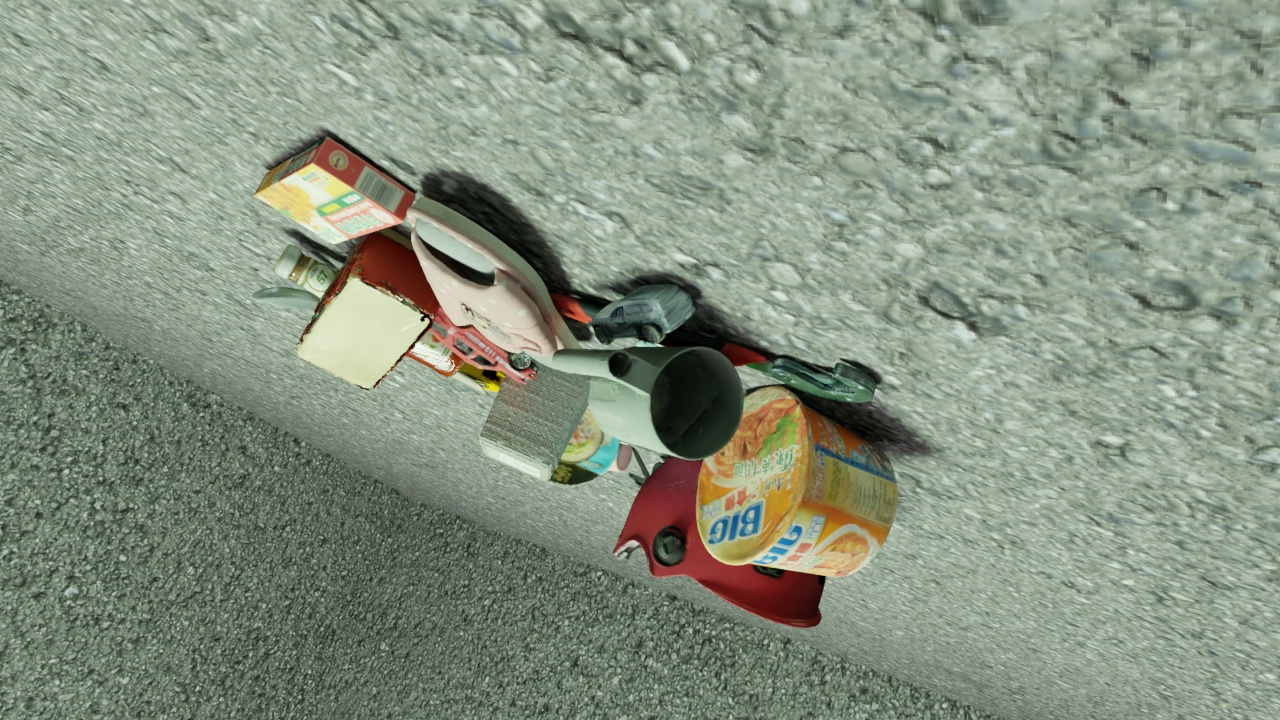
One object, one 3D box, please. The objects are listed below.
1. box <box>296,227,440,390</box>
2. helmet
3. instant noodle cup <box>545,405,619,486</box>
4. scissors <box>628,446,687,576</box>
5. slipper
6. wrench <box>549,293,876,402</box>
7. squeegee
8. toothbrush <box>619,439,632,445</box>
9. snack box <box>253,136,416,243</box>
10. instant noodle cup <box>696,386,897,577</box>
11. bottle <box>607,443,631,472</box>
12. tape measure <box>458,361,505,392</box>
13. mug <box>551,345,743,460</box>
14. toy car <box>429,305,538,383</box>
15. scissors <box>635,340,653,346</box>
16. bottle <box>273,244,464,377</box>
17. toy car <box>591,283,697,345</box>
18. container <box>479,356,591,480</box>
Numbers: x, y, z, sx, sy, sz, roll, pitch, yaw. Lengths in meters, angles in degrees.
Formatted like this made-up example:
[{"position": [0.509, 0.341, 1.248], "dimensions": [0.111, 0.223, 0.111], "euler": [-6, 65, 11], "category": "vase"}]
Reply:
[{"position": [-0.246, -0.038, 0.828], "dimensions": [0.091, 0.079, 0.169], "euler": [30, 142, -21], "category": "box"}, {"position": [0.098, 0.170, 0.958], "dimensions": [0.206, 0.144, 0.240], "euler": [17, 179, -36], "category": "helmet"}, {"position": [-0.080, 0.091, 1.061], "dimensions": [0.111, 0.111, 0.120], "euler": [23, 171, 1], "category": "instant noodle cup"}, {"position": [0.039, 0.185, 1.139], "dimensions": [0.019, 0.173, 0.169], "euler": [-32, 160, 18], "category": "scissors"}, {"position": [-0.116, -0.043, 0.744], "dimensions": [0.114, 0.054, 0.274], "euler": [29, 168, 20], "category": "slipper"}, {"position": [0.049, -0.012, 0.717], "dimensions": [0.274, 0.016, 0.056], "euler": [16, 162, 22], "category": "wrench"}, {"position": [-0.317, -0.047, 0.994], "dimensions": [0.247, 0.039, 0.246], "euler": [24, 178, 29], "category": "squeegee"}, {"position": [-0.091, 0.070, 1.142], "dimensions": [0.181, 0.015, 0.018], "euler": [20, 169, 13], "category": "toothbrush"}, {"position": [-0.244, -0.130, 0.722], "dimensions": [0.077, 0.027, 0.156], "euler": [33, 161, -32], "category": "snack box"}, {"position": [0.134, 0.110, 0.771], "dimensions": [0.111, 0.151, 0.152], "euler": [22, 165, -25], "category": "instant noodle cup"}, {"position": [-0.104, 0.107, 1.190], "dimensions": [0.197, 0.068, 0.068], "euler": [9, 158, 29], "category": "bottle"}, {"position": [-0.185, 0.013, 1.069], "dimensions": [0.060, 0.028, 0.057], "euler": [10, 160, 36], "category": "tape measure"}, {"position": [0.001, 0.021, 0.703], "dimensions": [0.124, 0.083, 0.103], "euler": [28, 169, -28], "category": "mug"}, {"position": [-0.153, -0.016, 0.882], "dimensions": [0.120, 0.045, 0.053], "euler": [35, 180, -13], "category": "toy car"}, {"position": [-0.004, 0.005, 0.842], "dimensions": [0.063, 0.017, 0.135], "euler": [25, 159, -7], "category": "scissors"}, {"position": [-0.270, -0.053, 0.935], "dimensions": [0.206, 0.059, 0.060], "euler": [30, 162, -20], "category": "bottle"}, {"position": [0.000, -0.035, 0.673], "dimensions": [0.091, 0.042, 0.034], "euler": [-2, 123, 49], "category": "toy car"}, {"position": [-0.108, 0.055, 0.950], "dimensions": [0.090, 0.114, 0.090], "euler": [23, 163, 2], "category": "container"}]
